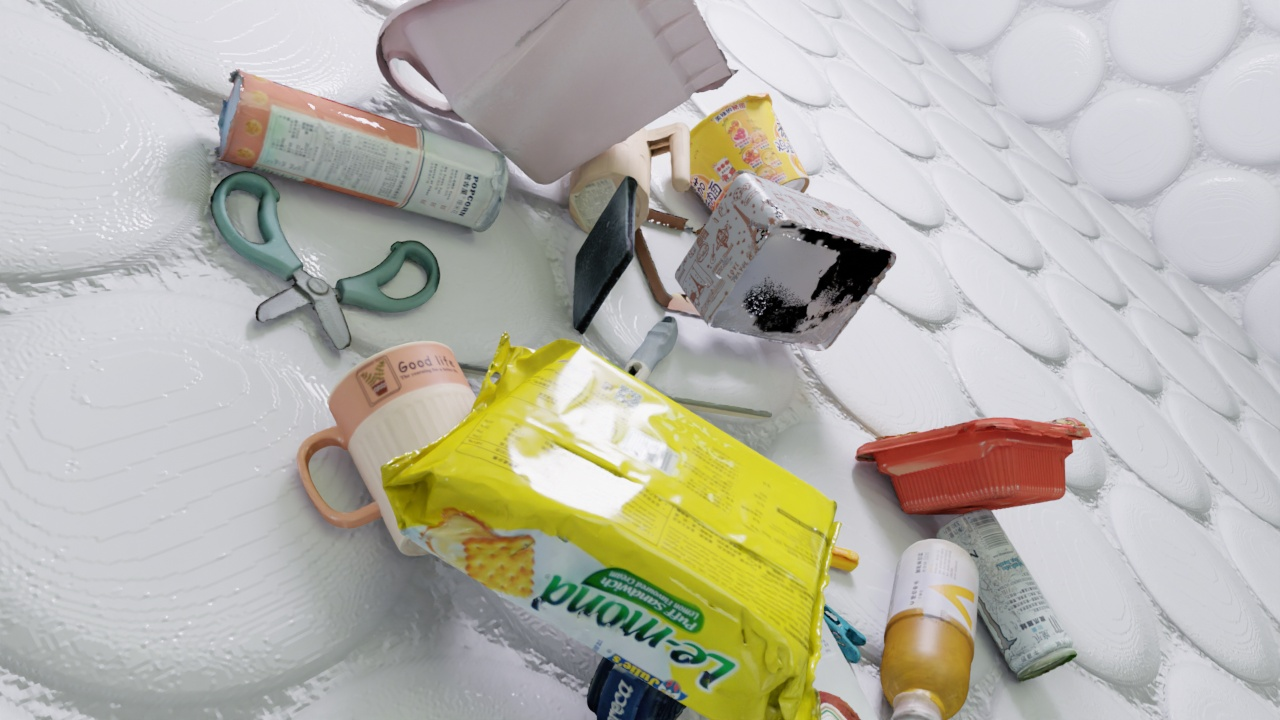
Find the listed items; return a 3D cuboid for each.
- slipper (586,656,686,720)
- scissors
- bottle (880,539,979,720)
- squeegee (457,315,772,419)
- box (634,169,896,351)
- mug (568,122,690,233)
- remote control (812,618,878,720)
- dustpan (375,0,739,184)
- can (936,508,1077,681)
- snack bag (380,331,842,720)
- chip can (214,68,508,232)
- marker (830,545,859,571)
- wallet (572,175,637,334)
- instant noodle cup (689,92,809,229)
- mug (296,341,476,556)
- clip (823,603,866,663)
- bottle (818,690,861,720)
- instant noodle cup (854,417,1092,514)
[{"bbox_3d":[0.029,0.147,0.602,0.095,0.105,0.252,27,30,17],"label":"slipper"},{"bbox_3d":[-0.222,-0.076,0.676,0.178,0.019,0.170,-8,56,-48],"label":"scissors"},{"bbox_3d":[0.227,0.219,0.721,0.068,0.068,0.189,39,35,-1],"label":"bottle"},{"bbox_3d":[-0.004,0.004,0.748,0.247,0.039,0.246,8,16,13],"label":"squeegee"},{"bbox_3d":[0.111,-0.117,0.919,0.182,0.157,0.193,9,38,-39],"label":"box"},{"bbox_3d":[-0.010,-0.187,0.907,0.103,0.125,0.084,-89,163,-46],"label":"mug"},{"bbox_3d":[0.132,0.235,0.659,0.056,0.019,0.135,2,50,-41],"label":"remote control"},{"bbox_3d":[-0.086,-0.274,0.796,0.138,0.273,0.222,61,9,23],"label":"dustpan"},{"bbox_3d":[0.329,0.210,0.833,0.058,0.058,0.146,7,47,-38],"label":"can"},{"bbox_3d":[0.000,0.082,0.504,0.246,0.068,0.157,30,34,1],"label":"snack bag"},{"bbox_3d":[-0.216,-0.162,0.728,0.214,0.071,0.071,11,44,-34],"label":"chip can"},{"bbox_3d":[0.130,0.151,0.752,0.123,0.015,0.018,20,35,-23],"label":"marker"},{"bbox_3d":[-0.031,-0.093,0.799,0.019,0.097,0.120,21,39,-18],"label":"wallet"},{"bbox_3d":[0.119,-0.218,1.049,0.137,0.138,0.109,-16,71,-50],"label":"instant noodle cup"},{"bbox_3d":[-0.145,0.059,0.556,0.114,0.082,0.106,-22,67,-22],"label":"mug"},{"bbox_3d":[0.151,0.208,0.712,0.057,0.015,0.049,44,38,6],"label":"clip"},{"bbox_3d":[0.069,0.269,0.531,0.060,0.060,0.205,49,37,12],"label":"bottle"},{"bbox_3d":[0.319,0.101,0.875,0.188,0.165,0.079,8,70,-36],"label":"instant noodle cup"}]
